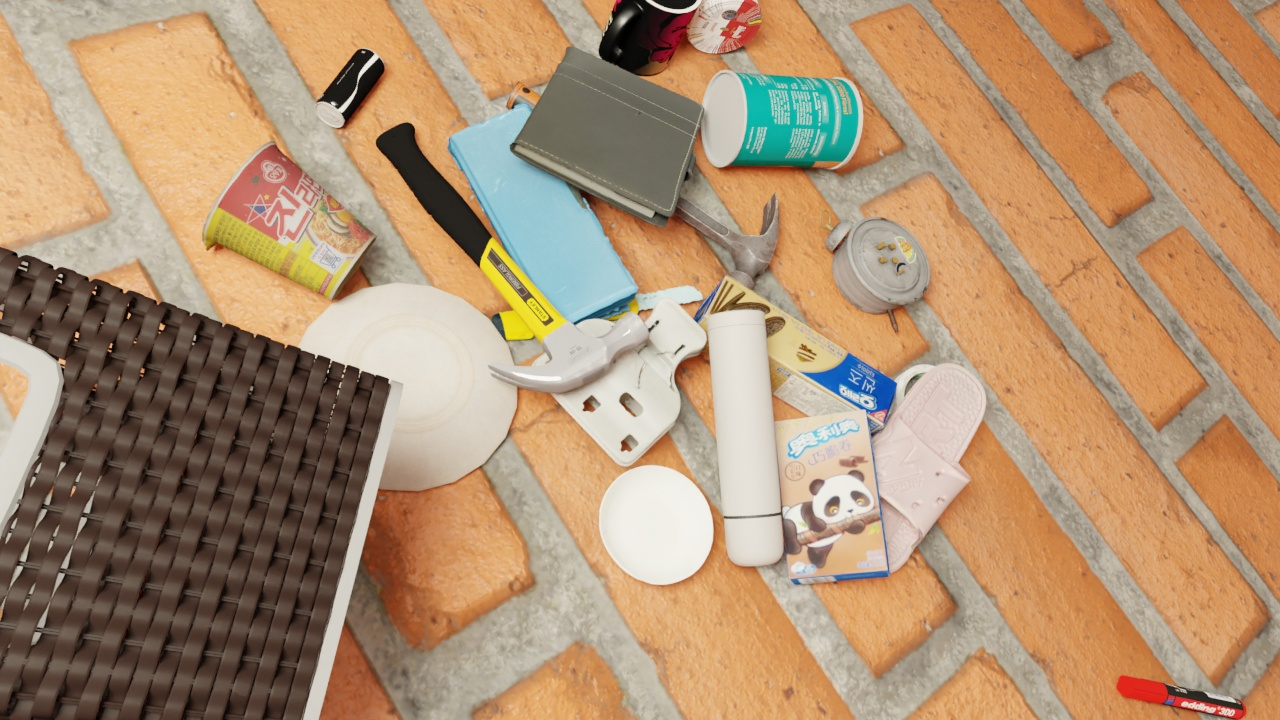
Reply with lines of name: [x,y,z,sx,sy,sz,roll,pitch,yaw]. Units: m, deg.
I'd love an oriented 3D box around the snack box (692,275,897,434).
snack box: [0.148,0.001,0.899,0.206,0.056,0.057,31,59,-5]

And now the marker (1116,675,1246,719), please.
marker: [0.542,0.336,0.913,0.145,0.024,0.021,15,54,-14]

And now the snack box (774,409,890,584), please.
snack box: [0.173,0.124,0.839,0.087,0.034,0.151,-9,65,16]

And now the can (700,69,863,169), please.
can: [0.151,-0.259,0.995,0.143,0.099,0.099,-4,68,-22]

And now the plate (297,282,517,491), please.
plate: [-0.195,0.015,0.773,0.188,0.027,0.188,7,66,-15]

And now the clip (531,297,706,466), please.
clip: [-0.011,0.012,0.834,0.126,0.099,0.152,47,61,3]

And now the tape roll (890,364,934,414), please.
tape roll: [0.303,0.050,0.957,0.093,0.018,0.093,8,64,-17]

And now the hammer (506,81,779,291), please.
hammer: [0.006,-0.195,0.948,0.314,0.035,0.137,34,58,-3]

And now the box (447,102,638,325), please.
box: [-0.095,-0.132,0.875,0.093,0.054,0.231,-28,73,-11]

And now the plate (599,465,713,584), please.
plate: [0.011,0.144,0.798,0.104,0.026,0.104,8,65,-18]

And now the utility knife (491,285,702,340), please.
utility knife: [-0.037,-0.048,0.873,0.217,0.019,0.030,-12,77,-20]

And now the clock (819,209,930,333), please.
clock: [0.248,-0.110,0.989,0.148,0.056,0.103,41,59,-2]

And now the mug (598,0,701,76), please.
mug: [0.000,-0.363,0.985,0.082,0.098,0.117,45,59,3]

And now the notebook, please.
notebook: [-0.023,-0.228,0.910,0.169,0.030,0.208,25,47,-8]

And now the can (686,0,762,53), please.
can: [0.086,-0.428,1.055,0.086,0.087,0.116,-2,67,-22]

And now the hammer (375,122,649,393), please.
hammer: [-0.140,-0.099,0.816,0.127,0.029,0.323,-36,69,-15]

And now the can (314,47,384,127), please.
can: [-0.276,-0.259,0.871,0.031,0.032,0.080,27,60,-7]

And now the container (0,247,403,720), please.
container: [-0.308,0.111,0.569,0.243,0.246,0.246,16,62,-17]

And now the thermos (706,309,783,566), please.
thermos: [0.094,0.069,0.819,0.052,0.052,0.224,-2,83,-22]

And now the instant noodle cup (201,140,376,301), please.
instant noodle cup: [-0.286,-0.111,0.768,0.112,0.101,0.100,34,59,-12]

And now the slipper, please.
slipper: [0.269,0.094,0.884,0.094,0.064,0.238,38,68,0]
